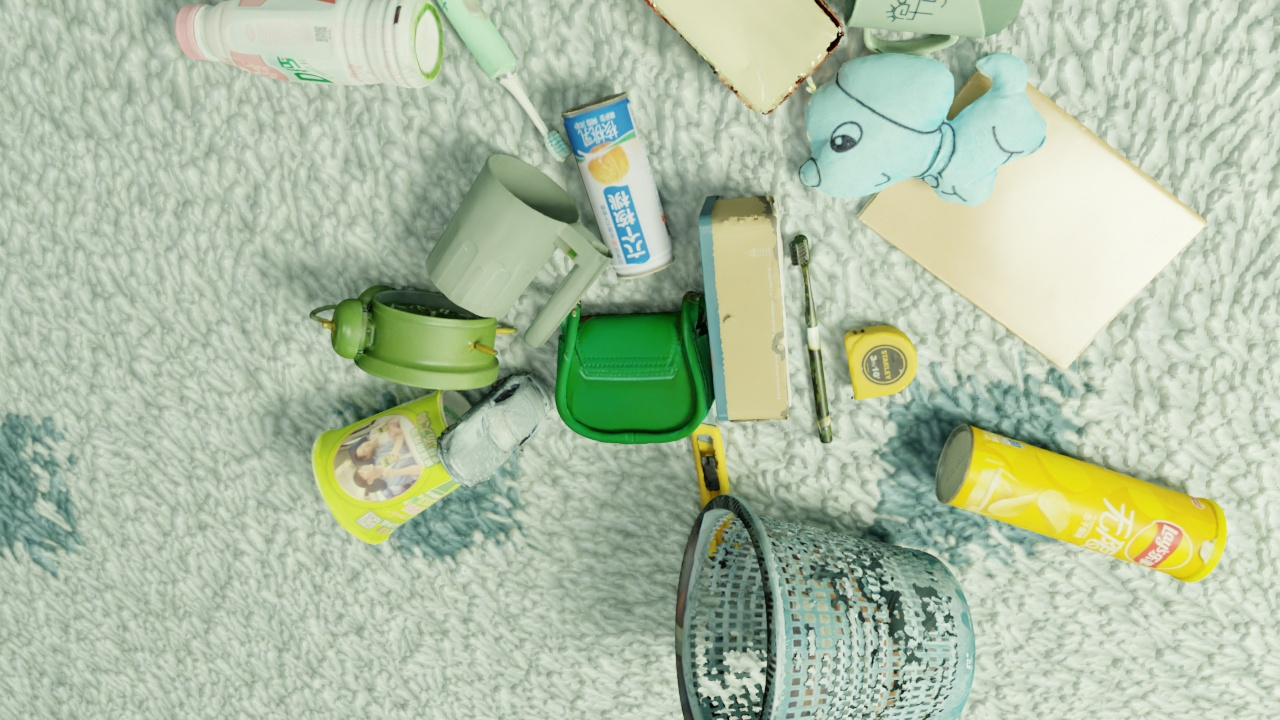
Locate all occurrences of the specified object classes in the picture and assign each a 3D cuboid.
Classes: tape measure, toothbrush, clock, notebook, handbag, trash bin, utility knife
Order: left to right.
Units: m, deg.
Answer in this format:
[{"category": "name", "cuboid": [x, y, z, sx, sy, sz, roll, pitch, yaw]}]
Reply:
[{"category": "clock", "cuboid": [-0.188, -0.023, 0.749, 0.161, 0.116, 0.056, 11, 103, 0]}, {"category": "toothbrush", "cuboid": [-0.121, -0.245, 0.690, 0.027, 0.026, 0.224, -17, 113, 48]}, {"category": "handbag", "cuboid": [-0.004, 0.004, 0.755, 0.131, 0.067, 0.120, -2, 106, 13]}, {"category": "utility knife", "cuboid": [0.060, 0.095, 0.816, 0.033, 0.015, 0.215, -7, 111, 9]}, {"category": "toothbrush", "cuboid": [0.141, -0.013, 0.757, 0.012, 0.017, 0.186, 7, 118, 39]}, {"category": "trash bin", "cuboid": [0.153, 0.230, 0.762, 0.195, 0.226, 0.227, 6, 115, -15]}, {"category": "tape measure", "cuboid": [0.195, -0.001, 0.748, 0.057, 0.028, 0.060, -10, 111, 13]}, {"category": "notebook", "cuboid": [0.296, -0.106, 0.698, 0.211, 0.012, 0.150, 34, 112, -7]}]

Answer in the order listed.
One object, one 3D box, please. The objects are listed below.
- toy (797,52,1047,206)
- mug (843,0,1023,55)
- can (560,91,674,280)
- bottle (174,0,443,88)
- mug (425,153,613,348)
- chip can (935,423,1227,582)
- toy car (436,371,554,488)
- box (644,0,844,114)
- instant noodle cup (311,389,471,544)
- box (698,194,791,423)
[{"category": "toy", "cuboid": [0.192, -0.168, 0.660, 0.156, 0.049, 0.162, 43, 117, 1]}, {"category": "mug", "cuboid": [0.195, -0.252, 0.617, 0.106, 0.082, 0.112, 6, 146, 2]}, {"category": "can", "cuboid": [-0.015, -0.133, 0.708, 0.053, 0.053, 0.135, -13, 110, 13]}, {"category": "bottle", "cuboid": [-0.251, -0.244, 0.690, 0.197, 0.068, 0.068, 6, 114, 9]}, {"category": "mug", "cuboid": [-0.096, -0.083, 0.719, 0.124, 0.083, 0.104, 44, 114, 8]}, {"category": "chip can", "cuboid": [0.356, 0.116, 0.753, 0.213, 0.072, 0.072, 17, 114, 2]}, {"category": "toy car", "cuboid": [-0.120, 0.056, 0.772, 0.037, 0.120, 0.054, -12, 113, 41]}, {"category": "box", "cuboid": [0.055, -0.255, 0.634, 0.168, 0.076, 0.091, 43, 111, -10]}, {"category": "instant noodle cup", "cuboid": [-0.202, 0.085, 0.806, 0.123, 0.111, 0.112, -27, 107, 10]}, {"category": "box", "cuboid": [0.083, -0.047, 0.713, 0.061, 0.089, 0.184, -5, 110, 11]}]
